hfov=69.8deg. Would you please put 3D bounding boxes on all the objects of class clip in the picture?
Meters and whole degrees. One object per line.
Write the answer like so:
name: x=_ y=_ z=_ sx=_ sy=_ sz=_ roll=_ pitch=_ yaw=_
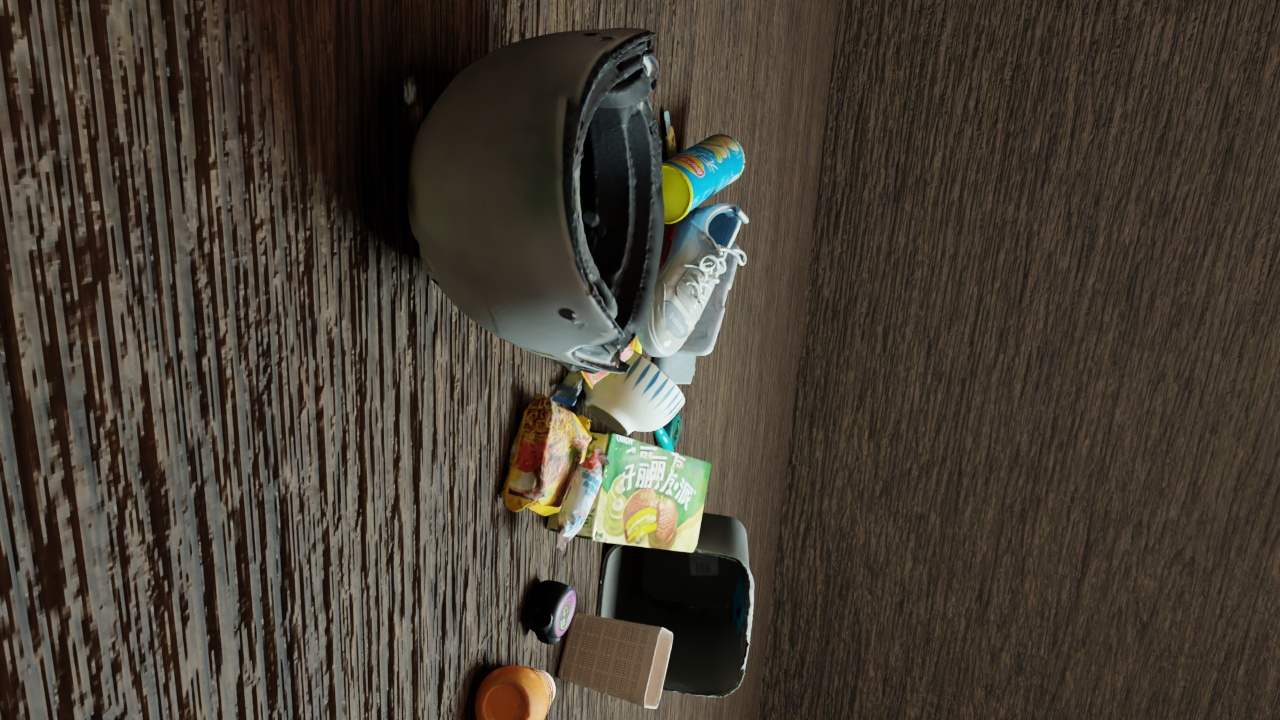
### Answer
clip: x=-0.070 y=0.027 z=0.937 sx=0.057 sy=0.026 sz=0.037 roll=-56 pitch=158 yaw=-68

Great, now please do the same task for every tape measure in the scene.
tape measure: x=0.047 y=0.104 z=1.384 sx=0.058 sy=0.025 sz=0.054 roll=67 pitch=34 yaw=-60
tape measure: x=-0.094 y=0.257 z=0.948 sx=0.057 sy=0.039 sz=0.057 roll=78 pitch=30 yaw=-51

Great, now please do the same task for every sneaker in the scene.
sneaker: x=0.070 y=-0.101 z=1.101 sx=0.089 sy=0.091 sz=0.241 roll=52 pitch=45 yaw=-33

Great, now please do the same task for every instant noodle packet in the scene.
instant noodle packet: x=-0.086 y=0.096 z=0.885 sx=0.128 sy=0.044 sz=0.110 roll=44 pitch=60 yaw=-71

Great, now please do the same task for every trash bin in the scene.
trash bin: x=0.062 y=0.314 z=1.265 sx=0.219 sy=0.199 sz=0.199 roll=-38 pitch=134 yaw=-76

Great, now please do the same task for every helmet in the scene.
helmet: x=-0.070 y=-0.108 z=0.630 sx=0.274 sy=0.157 sz=0.230 roll=-21 pitch=117 yaw=-84

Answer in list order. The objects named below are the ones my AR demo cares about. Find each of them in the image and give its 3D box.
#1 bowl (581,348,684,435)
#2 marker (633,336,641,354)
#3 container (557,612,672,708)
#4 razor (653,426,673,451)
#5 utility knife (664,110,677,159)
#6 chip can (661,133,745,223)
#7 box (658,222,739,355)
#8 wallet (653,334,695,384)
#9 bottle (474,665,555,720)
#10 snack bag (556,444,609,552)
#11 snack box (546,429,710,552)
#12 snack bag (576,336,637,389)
bowl: x=-0.018 y=0.037 z=0.980 sx=0.066 sy=0.116 sz=0.116 roll=-55 pitch=156 yaw=-16
marker: x=-0.007 y=0.007 z=1.158 sx=0.015 sy=0.018 sz=0.124 roll=-51 pitch=147 yaw=-51
container: x=-0.030 y=0.353 z=1.088 sx=0.090 sy=0.111 sz=0.089 roll=60 pitch=41 yaw=-65
razor: x=0.030 y=0.098 z=1.317 sx=0.043 sy=0.028 sz=0.133 roll=-47 pitch=147 yaw=-22
utility knife: x=0.042 y=-0.258 z=1.209 sx=0.183 sy=0.019 sz=0.030 roll=69 pitch=28 yaw=-51
chip can: x=0.067 y=-0.234 z=1.159 sx=0.209 sy=0.071 sz=0.071 roll=-45 pitch=140 yaw=-57
box: x=0.064 y=-0.109 z=1.199 sx=0.094 sy=0.100 sz=0.200 roll=78 pitch=25 yaw=-52
wallet: x=0.050 y=-0.031 z=1.307 sx=0.106 sy=0.037 sz=0.129 roll=3 pitch=94 yaw=-63
bottle: x=-0.113 y=0.325 z=0.889 sx=0.149 sy=0.067 sz=0.066 roll=62 pitch=38 yaw=-76
snack bag: x=-0.059 y=0.133 z=0.882 sx=0.045 sy=0.026 sz=0.105 roll=89 pitch=23 yaw=-68
snack box: x=-0.006 y=0.152 z=1.046 sx=0.240 sy=0.063 sz=0.114 roll=25 pitch=74 yaw=-56
snack bag: x=-0.062 y=-0.073 z=0.856 sx=0.208 sy=0.073 sz=0.128 roll=68 pitch=30 yaw=-52
